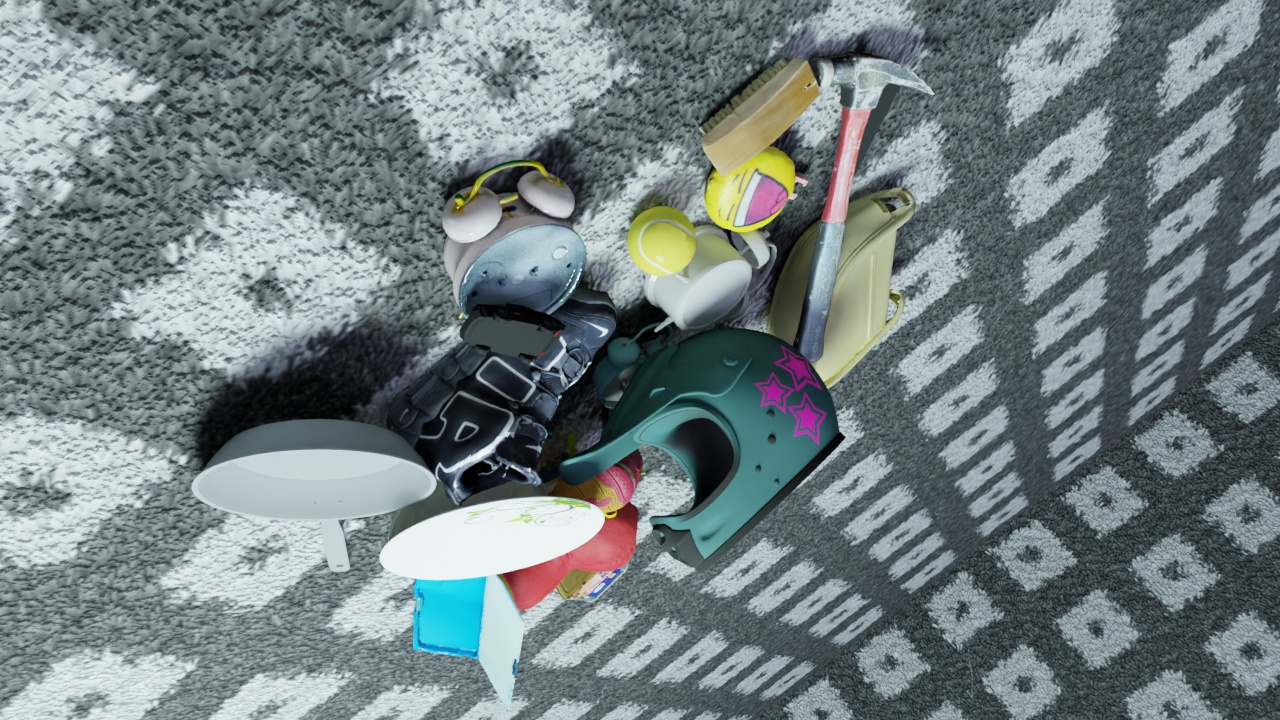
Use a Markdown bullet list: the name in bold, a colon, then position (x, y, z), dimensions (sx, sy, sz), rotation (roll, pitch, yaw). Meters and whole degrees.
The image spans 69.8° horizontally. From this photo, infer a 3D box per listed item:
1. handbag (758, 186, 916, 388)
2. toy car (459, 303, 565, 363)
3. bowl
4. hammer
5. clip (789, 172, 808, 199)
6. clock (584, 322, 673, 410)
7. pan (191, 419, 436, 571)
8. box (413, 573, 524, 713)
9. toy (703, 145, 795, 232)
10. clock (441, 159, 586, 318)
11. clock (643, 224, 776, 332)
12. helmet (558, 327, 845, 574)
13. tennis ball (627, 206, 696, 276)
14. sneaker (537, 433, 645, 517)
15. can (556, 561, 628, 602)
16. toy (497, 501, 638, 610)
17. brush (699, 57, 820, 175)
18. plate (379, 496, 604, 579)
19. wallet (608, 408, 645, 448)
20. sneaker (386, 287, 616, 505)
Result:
- **handbag**: position (0.239, -0.085, 1.095), dimensions (0.190, 0.088, 0.233), rotation (-33, 145, -16)
- **toy car**: position (-0.109, -0.027, 0.768), dimensions (0.091, 0.036, 0.042), rotation (13, 128, -39)
- **bowl**: position (-0.193, 0.157, 1.000), dimensions (0.176, 0.057, 0.177), rotation (-16, 134, -18)
- **hammer**: position (0.205, -0.145, 0.937), dimensions (0.140, 0.036, 0.327), rotation (-10, 123, -27)
- **clip**: position (0.153, -0.185, 0.934), dimensions (0.044, 0.023, 0.060), rotation (-42, 149, 1)
- **clock**: position (-0.006, 0.006, 1.010), dimensions (0.087, 0.042, 0.123), rotation (4, 132, -46)
- **pan**: position (-0.299, 0.137, 0.876), dimensions (0.200, 0.050, 0.357), rotation (-1, 155, -14)
- **box**: position (-0.204, 0.316, 1.135), dimensions (0.070, 0.171, 0.244), rotation (-48, 161, -41)
- **toy**: position (0.106, -0.166, 0.888), dimensions (0.094, 0.041, 0.096), rotation (0, 135, -23)
- **clock**: position (-0.108, -0.098, 0.765), dimensions (0.116, 0.058, 0.158), rotation (-21, 145, -23)
- **clock**: position (0.076, -0.088, 0.957), dimensions (0.158, 0.061, 0.120), rotation (-19, 145, -34)
- **helmet**: position (0.065, 0.077, 0.950), dimensions (0.274, 0.200, 0.177), rotation (-39, 170, -23)
- **tennis ball**: position (0.020, -0.112, 0.861), dimensions (0.065, 0.065, 0.065), rotation (-24, 146, -18)
- **sneaker**: position (-0.098, 0.167, 1.085), dimensions (0.242, 0.116, 0.090), rotation (-26, -163, 23)
- **can**: position (-0.073, 0.302, 1.317), dimensions (0.100, 0.054, 0.059), rotation (-47, 145, 16)
- **toy**: position (-0.097, 0.245, 1.188), dimensions (0.216, 0.098, 0.148), rotation (-22, 153, -13)
- **brush**: position (0.104, -0.222, 0.824), dimensions (0.117, 0.039, 0.049), rotation (-41, 148, 7)
- **plate**: position (-0.152, 0.174, 0.948), dimensions (0.229, 0.030, 0.230), rotation (-11, 153, -6)
- **wallet**: position (0.016, 0.062, 1.114), dimensions (0.121, 0.027, 0.099), rotation (-26, 148, -19)
- **sneaker**: position (-0.109, 0.042, 0.858), dimensions (0.252, 0.150, 0.097), rotation (-38, 147, 1)
